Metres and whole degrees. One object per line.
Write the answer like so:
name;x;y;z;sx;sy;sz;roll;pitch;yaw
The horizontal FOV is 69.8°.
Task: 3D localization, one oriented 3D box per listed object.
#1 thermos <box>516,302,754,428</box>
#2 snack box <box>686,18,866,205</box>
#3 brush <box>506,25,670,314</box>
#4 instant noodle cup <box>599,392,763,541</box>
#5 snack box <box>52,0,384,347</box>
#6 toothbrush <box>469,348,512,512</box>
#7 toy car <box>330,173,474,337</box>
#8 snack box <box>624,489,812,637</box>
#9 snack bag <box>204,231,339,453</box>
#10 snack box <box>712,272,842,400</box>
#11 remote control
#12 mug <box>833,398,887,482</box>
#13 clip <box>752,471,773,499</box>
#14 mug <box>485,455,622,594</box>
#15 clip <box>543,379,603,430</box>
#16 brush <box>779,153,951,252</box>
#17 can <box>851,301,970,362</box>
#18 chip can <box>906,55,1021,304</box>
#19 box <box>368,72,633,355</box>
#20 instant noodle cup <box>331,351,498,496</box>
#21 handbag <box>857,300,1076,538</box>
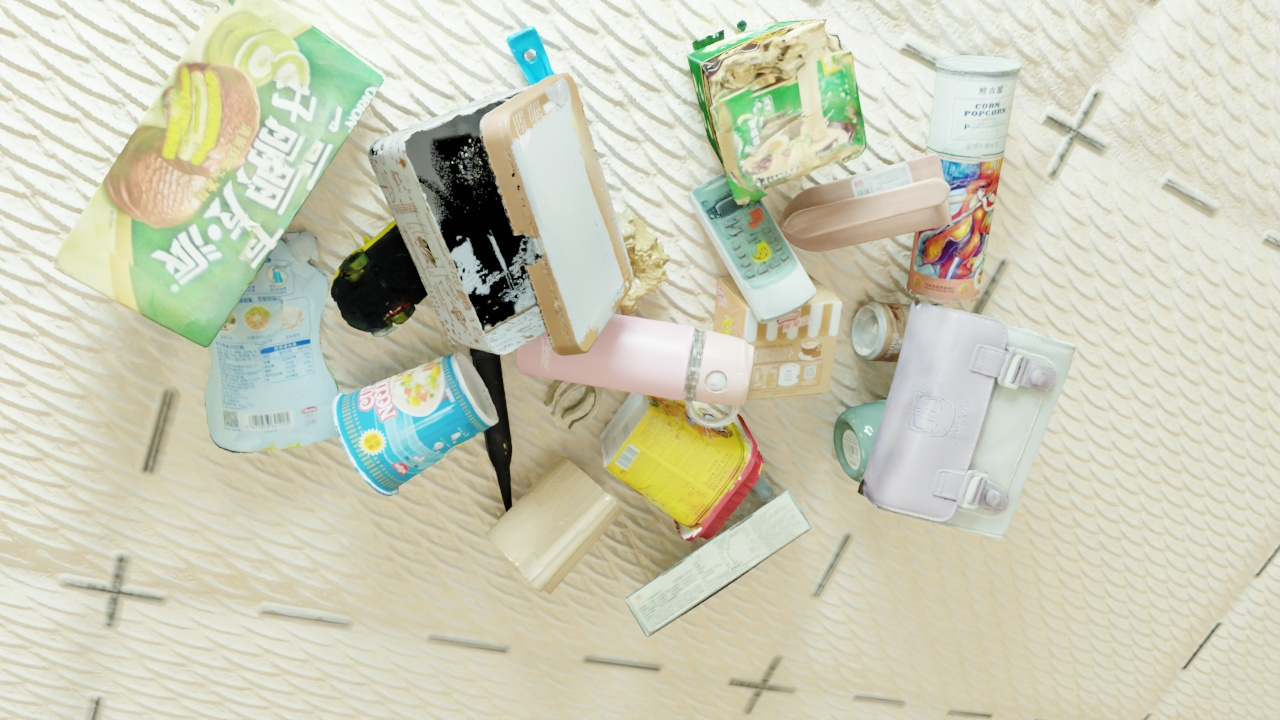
thermos;-0.005;0.005;0.794;0.198;0.067;0.087;10;114;2
snack box;0.099;-0.209;0.736;0.118;0.105;0.118;-22;122;-5
brush;-0.046;-0.151;0.763;0.083;0.046;0.255;-24;117;0
instant noodle cup;0.033;0.088;0.870;0.123;0.116;0.116;31;104;-16
snack box;-0.295;-0.139;0.653;0.114;0.063;0.240;34;94;-25
toothbrush;-0.132;0.080;0.857;0.026;0.027;0.213;-18;122;-25
toy car;-0.183;-0.087;0.744;0.156;0.041;0.071;-42;121;0
snack box;0.083;0.198;0.909;0.178;0.182;0.046;-34;77;1
snack bag;-0.307;-0.017;0.745;0.110;0.038;0.191;-3;114;-10
snack box;0.123;-0.024;0.853;0.092;0.077;0.094;-4;117;-15
remote control;0.096;-0.099;0.792;0.056;0.019;0.135;-27;81;-10
mug;0.261;0.090;0.957;0.106;0.082;0.112;-11;136;-13
clip;0.118;0.120;0.963;0.024;0.027;0.056;-39;111;2
mug;-0.075;0.154;0.846;0.084;0.125;0.103;46;79;-13
clip;-0.039;0.022;0.855;0.103;0.034;0.076;-39;119;-5
brush;0.194;-0.134;0.805;0.146;0.073;0.063;-12;99;11
can;0.273;-0.026;0.910;0.116;0.058;0.059;3;115;-19
chip can;0.292;-0.162;0.840;0.071;0.071;0.215;-8;119;-14
box;-0.077;-0.103;0.674;0.148;0.158;0.182;-32;115;-26
instant noodle cup;-0.185;0.047;0.776;0.110;0.099;0.099;-28;121;3
handbag;0.300;0.055;0.859;0.145;0.098;0.197;13;100;-13
